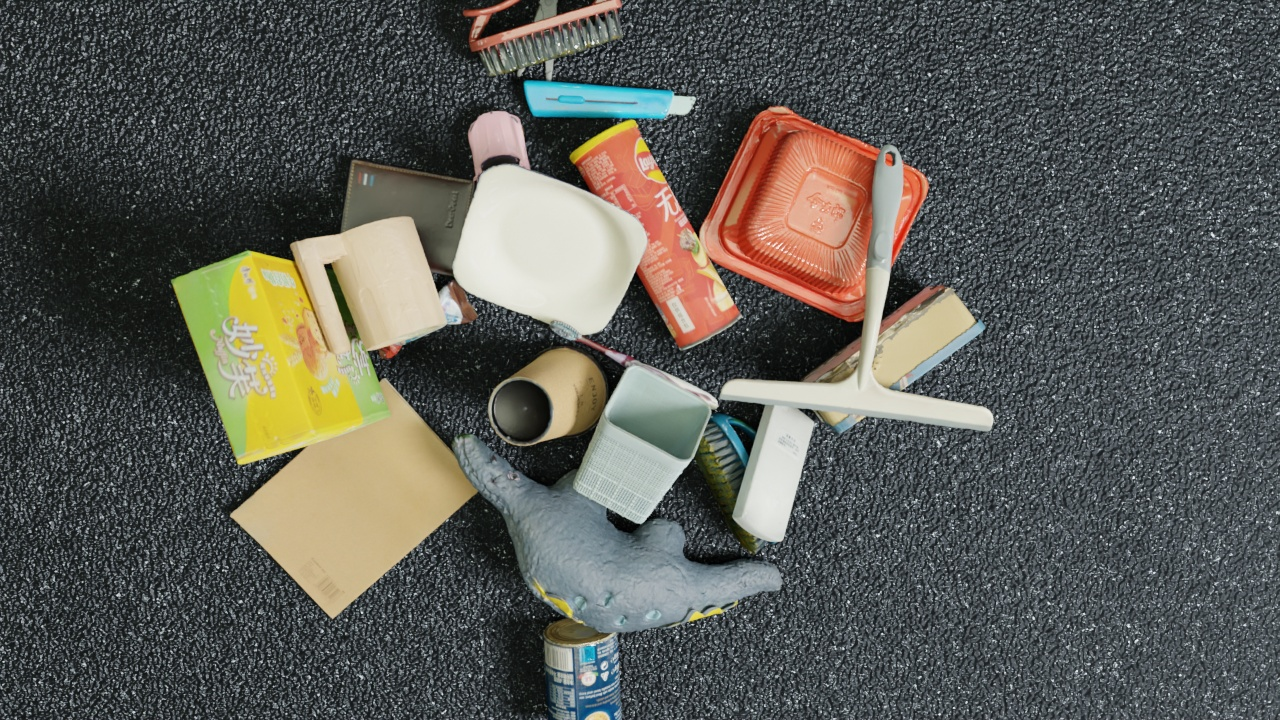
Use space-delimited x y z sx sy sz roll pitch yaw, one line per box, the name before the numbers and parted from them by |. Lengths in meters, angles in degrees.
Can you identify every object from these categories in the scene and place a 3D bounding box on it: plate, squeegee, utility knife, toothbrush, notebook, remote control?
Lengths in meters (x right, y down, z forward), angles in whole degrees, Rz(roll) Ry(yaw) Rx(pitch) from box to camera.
plate | -0.085 -0.107 0.864 0.163 0.034 0.165 22 132 -9
squeegee | 0.208 -0.070 0.812 0.246 0.039 0.246 7 93 2
utility knife | -0.030 -0.251 0.887 0.166 0.018 0.034 2 96 -2
toothbrush | -0.005 0.005 0.907 0.187 0.017 0.016 27 98 -7
notebook | -0.287 0.142 0.930 0.211 0.012 0.149 -41 95 4
remote control | 0.128 0.104 0.883 0.056 0.019 0.134 33 61 -25

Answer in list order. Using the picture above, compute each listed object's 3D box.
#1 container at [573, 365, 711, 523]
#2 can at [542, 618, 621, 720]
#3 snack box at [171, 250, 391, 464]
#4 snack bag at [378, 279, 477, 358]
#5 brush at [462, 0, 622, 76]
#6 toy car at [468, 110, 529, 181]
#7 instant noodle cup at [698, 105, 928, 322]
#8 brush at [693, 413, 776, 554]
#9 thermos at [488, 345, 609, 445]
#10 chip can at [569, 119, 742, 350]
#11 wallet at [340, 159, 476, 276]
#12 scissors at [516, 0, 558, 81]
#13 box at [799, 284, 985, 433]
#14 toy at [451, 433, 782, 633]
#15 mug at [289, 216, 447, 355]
container | -0.003 0.084 0.865 0.090 0.089 0.112 28 129 0
can | -0.057 0.319 0.915 0.075 0.075 0.111 -3 96 0
snack box | -0.305 -0.005 0.809 0.070 0.210 0.157 -20 91 2
snack bag | -0.216 -0.040 0.904 0.105 0.026 0.045 -25 91 0
brush | -0.090 -0.314 0.849 0.146 0.063 0.069 -15 110 4
toy car | -0.133 -0.180 0.886 0.056 0.037 0.122 -10 95 -1
instant noodle cup | 0.166 -0.141 0.869 0.189 0.079 0.164 23 94 0
brush | 0.104 0.115 0.909 0.073 0.055 0.144 -29 95 -21
thermos | -0.086 0.036 0.860 0.093 0.143 0.093 1 96 13
chip can | 0.016 -0.118 0.873 0.073 0.073 0.216 -30 95 2
wallet | -0.228 -0.139 0.899 0.122 0.020 0.096 10 95 -3
scissors | -0.093 -0.359 0.880 0.169 0.012 0.146 -44 96 5
box | 0.240 -0.007 0.877 0.184 0.089 0.059 -35 90 7
toy | -0.038 0.188 0.896 0.356 0.091 0.137 27 80 -6
mug | -0.245 -0.066 0.832 0.084 0.124 0.103 -18 93 37
